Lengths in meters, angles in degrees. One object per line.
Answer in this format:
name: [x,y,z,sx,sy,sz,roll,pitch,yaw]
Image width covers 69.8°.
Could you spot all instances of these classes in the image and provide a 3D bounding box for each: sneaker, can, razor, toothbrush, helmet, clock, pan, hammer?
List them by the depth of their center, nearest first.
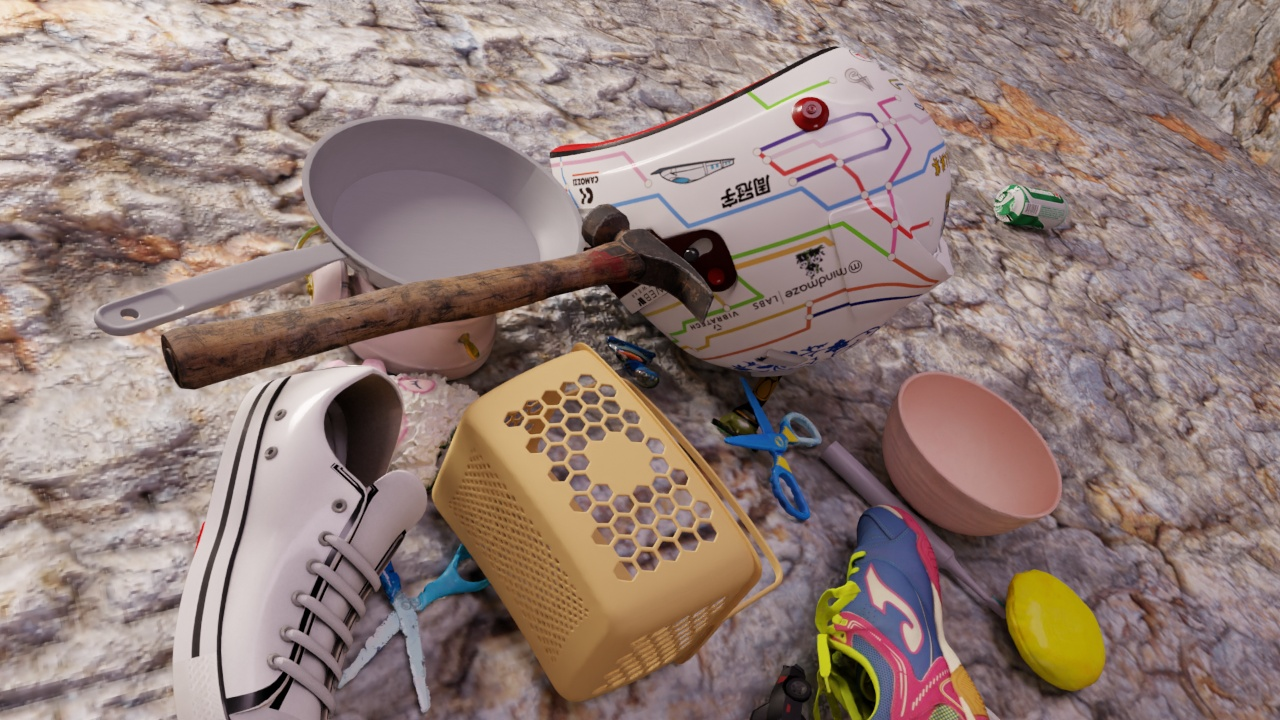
sneaker: [-0.157,0.097,0.473,0.097,0.091,0.245,-16,43,7]
hammer: [-0.102,-0.033,0.546,0.329,0.033,0.120,-18,46,-39]
sneaker: [0.153,0.172,0.599,0.091,0.116,0.241,1,25,3]
pan: [-0.182,-0.075,0.604,0.201,0.051,0.355,40,42,13]
clock: [-0.175,-0.053,0.671,0.158,0.059,0.116,26,40,-4]
razor: [-0.004,0.004,0.700,0.044,0.018,0.141,22,7,-9]
toothbrush: [0.221,0.136,0.740,0.188,0.018,0.019,45,40,17]
helmet: [0.095,-0.105,0.754,0.230,0.315,0.236,-40,114,-66]
razor: [0.103,0.027,0.785,0.044,0.021,0.143,34,38,5]
can: [0.534,-0.209,1.257,0.101,0.053,0.053,3,47,-28]

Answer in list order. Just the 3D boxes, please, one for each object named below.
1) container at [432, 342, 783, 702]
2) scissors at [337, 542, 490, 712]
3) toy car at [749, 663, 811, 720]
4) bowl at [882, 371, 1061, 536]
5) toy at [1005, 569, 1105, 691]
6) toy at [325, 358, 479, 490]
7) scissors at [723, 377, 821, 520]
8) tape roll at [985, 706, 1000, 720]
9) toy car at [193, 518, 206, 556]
container: [-0.012,0.089,0.565,0.166,0.129,0.183,-18,58,-41]
scissors: [-0.143,0.136,0.531,0.119,0.014,0.129,35,42,2]
toy car: [0.081,0.225,0.550,0.036,0.042,0.091,7,38,12]
bowl: [0.264,0.089,0.770,0.153,0.076,0.152,15,42,-14]
toy: [0.317,0.205,0.702,0.094,0.041,0.095,47,40,3]
toy: [-0.167,0.033,0.605,0.109,0.041,0.095,23,41,2]
scissors: [0.111,0.067,0.732,0.130,0.014,0.125,-4,64,-52]
tape roll: [0.211,0.264,0.601,0.094,0.019,0.093,16,42,-16]
toy car: [-0.226,0.082,0.526,0.038,0.025,0.089,13,43,-19]
